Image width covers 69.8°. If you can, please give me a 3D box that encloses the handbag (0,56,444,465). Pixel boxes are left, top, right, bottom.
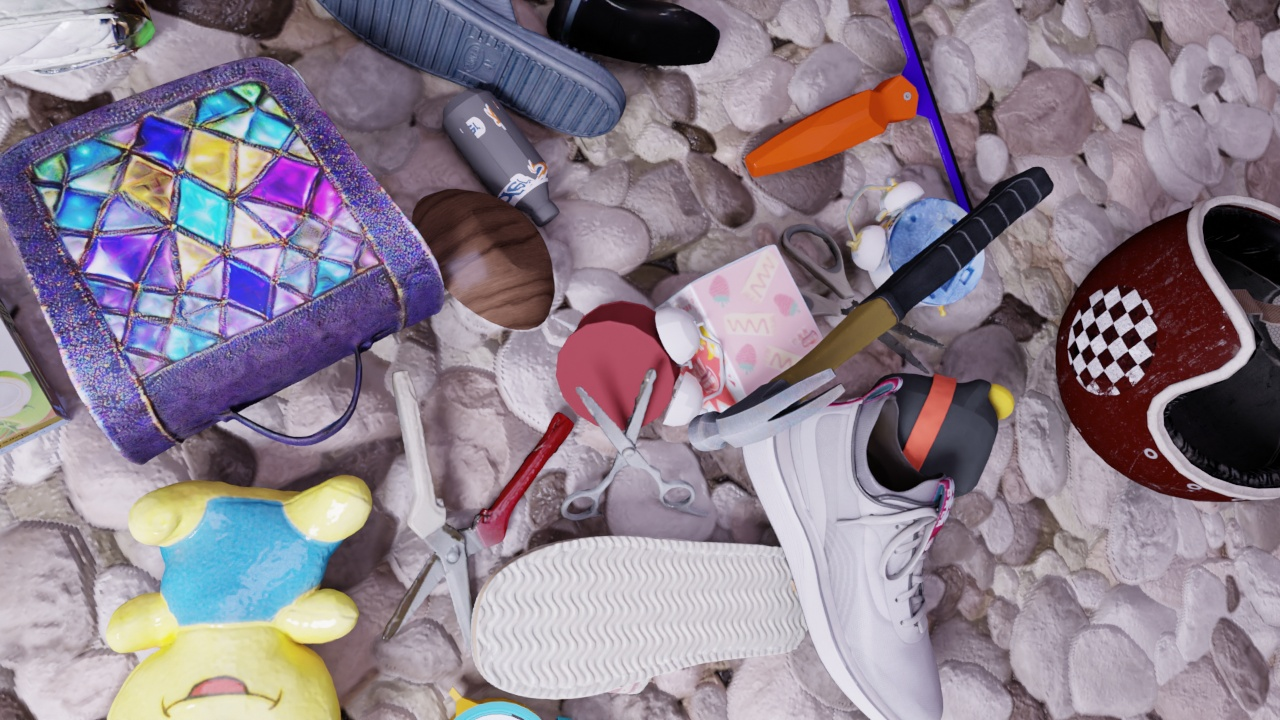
[{"bbox_3d":[-0.249,-0.049,0.572,0.204,0.126,0.222,-30,88,-21],"label":"handbag"}]

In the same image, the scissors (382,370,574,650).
[{"bbox_3d":[-0.127,0.090,0.627,0.199,0.015,0.179,-47,114,-25],"label":"scissors"}]

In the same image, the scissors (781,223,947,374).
[{"bbox_3d":[0.155,-0.042,0.731,0.153,0.013,0.163,-16,68,-6],"label":"scissors"}]

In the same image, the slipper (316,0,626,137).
[{"bbox_3d":[-0.124,-0.257,0.673,0.263,0.101,0.082,25,65,-18],"label":"slipper"}]

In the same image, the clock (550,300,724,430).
[{"bbox_3d":[-0.004,0.004,0.644,0.125,0.044,0.087,1,115,12],"label":"clock"}]

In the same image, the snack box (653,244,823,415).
[{"bbox_3d":[0.071,-0.018,0.683,0.079,0.093,0.095,-27,89,-21],"label":"snack box"}]

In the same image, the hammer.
[{"bbox_3d":[0.176,-0.045,0.622,0.332,0.118,0.025,-37,96,-25],"label":"hammer"}]

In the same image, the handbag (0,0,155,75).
[{"bbox_3d":[-0.420,-0.284,0.594,0.138,0.073,0.195,-21,86,-29],"label":"handbag"}]

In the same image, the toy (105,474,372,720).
[{"bbox_3d":[-0.241,0.177,0.554,0.149,0.084,0.213,1,80,-10],"label":"toy"}]

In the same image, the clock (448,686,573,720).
[{"bbox_3d":[-0.085,0.275,0.607,0.129,0.044,0.099,30,72,-2],"label":"clock"}]

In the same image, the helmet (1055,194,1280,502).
[{"bbox_3d":[0.467,-0.006,0.717,0.233,0.254,0.233,-3,56,-23],"label":"helmet"}]

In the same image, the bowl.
[{"bbox_3d":[-0.099,-0.079,0.636,0.119,0.032,0.119,36,32,-27],"label":"bowl"}]

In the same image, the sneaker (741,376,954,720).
[{"bbox_3d":[0.177,0.138,0.657,0.096,0.129,0.263,-14,81,-48],"label":"sneaker"}]

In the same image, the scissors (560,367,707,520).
[{"bbox_3d":[0.002,0.070,0.646,0.164,0.142,0.014,22,29,-30],"label":"scissors"}]

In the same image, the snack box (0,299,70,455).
[{"bbox_3d":[-0.446,-0.021,0.554,0.100,0.032,0.186,-30,89,-20],"label":"snack box"}]

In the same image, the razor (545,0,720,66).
[{"bbox_3d":[-0.005,-0.269,0.735,0.140,0.053,0.063,5,45,-23],"label":"razor"}]

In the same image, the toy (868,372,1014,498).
[{"bbox_3d":[0.215,0.054,0.717,0.119,0.098,0.099,25,40,13],"label":"toy"}]

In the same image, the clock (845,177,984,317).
[{"bbox_3d":[0.225,-0.097,0.764,0.125,0.052,0.088,39,76,-10],"label":"clock"}]

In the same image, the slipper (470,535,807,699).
[{"bbox_3d":[0.005,0.179,0.649,0.262,0.052,0.115,2,83,-28],"label":"slipper"}]

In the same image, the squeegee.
[{"bbox_3d":[0.173,-0.199,0.769,0.184,0.055,0.249,-26,102,-8],"label":"squeegee"}]

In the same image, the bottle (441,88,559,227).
[{"bbox_3d":[-0.101,-0.148,0.679,0.047,0.047,0.112,-39,92,-20],"label":"bottle"}]
